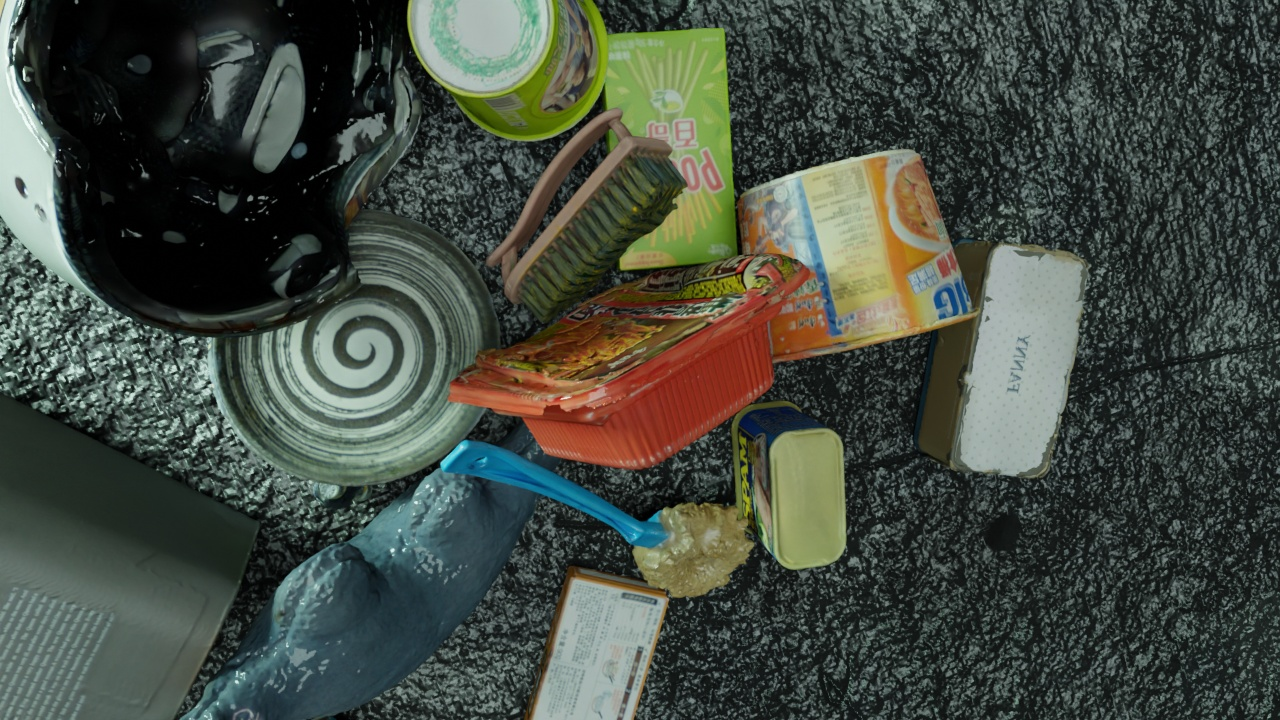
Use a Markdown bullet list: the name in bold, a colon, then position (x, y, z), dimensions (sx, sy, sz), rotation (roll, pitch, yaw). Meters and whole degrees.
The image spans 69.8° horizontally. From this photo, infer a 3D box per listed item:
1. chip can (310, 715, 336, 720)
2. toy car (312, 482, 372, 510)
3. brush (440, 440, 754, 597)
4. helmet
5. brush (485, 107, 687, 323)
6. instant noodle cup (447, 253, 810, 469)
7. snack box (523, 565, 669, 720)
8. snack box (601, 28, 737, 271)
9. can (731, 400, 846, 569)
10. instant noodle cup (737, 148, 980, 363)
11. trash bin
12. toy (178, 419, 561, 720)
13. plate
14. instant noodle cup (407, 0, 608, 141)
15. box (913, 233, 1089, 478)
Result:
- **chip can**: position (-0.166, 0.341, 0.644), dimensions (0.071, 0.071, 0.210), rotation (-44, 102, -2)
- **toy car**: position (-0.187, 0.058, 0.615), dimensions (0.034, 0.043, 0.090), rotation (31, 89, 14)
- **brush**: position (-0.019, 0.100, 0.597), dimensions (0.254, 0.045, 0.083), rotation (29, 119, -37)
- **helmet**: position (-0.250, -0.154, 0.503), dimensions (0.157, 0.229, 0.274), rotation (10, 86, 27)
- **brush**: position (-0.041, -0.090, 0.594), dimensions (0.146, 0.063, 0.073), rotation (-44, 81, 26)
- **instant noodle cup**: position (-0.003, 0.003, 0.548), dimensions (0.188, 0.165, 0.079), rotation (-29, 108, -31)
- **snack box**: position (-0.036, 0.232, 0.673), dimensions (0.075, 0.026, 0.154), rotation (15, 95, -11)
- **snack box**: position (0.019, -0.143, 0.628), dimensions (0.085, 0.026, 0.156), rotation (-5, 99, -8)
- **can**: position (0.104, 0.086, 0.646), dimensions (0.057, 0.083, 0.102), rotation (-6, 99, -9)
- **instant noodle cup**: position (0.133, -0.068, 0.603), dimensions (0.151, 0.151, 0.111), rotation (-13, 92, -8)
- **trash bin**: position (-0.362, 0.137, 0.525), dimensions (0.219, 0.198, 0.199), rotation (27, 92, -18)
- **toy**: position (-0.154, 0.140, 0.573), dimensions (0.091, 0.138, 0.355), rotation (42, 56, 10)
- **plate**: position (-0.180, -0.008, 0.586), dimensions (0.179, 0.024, 0.179), rotation (2, 79, -9)
- **instant noodle cup**: position (-0.080, -0.191, 0.542), dimensions (0.112, 0.123, 0.112), rotation (1, 99, 4)
- **box**: position (0.264, -0.008, 0.674), dimensions (0.089, 0.061, 0.184), rotation (9, 95, -12)
